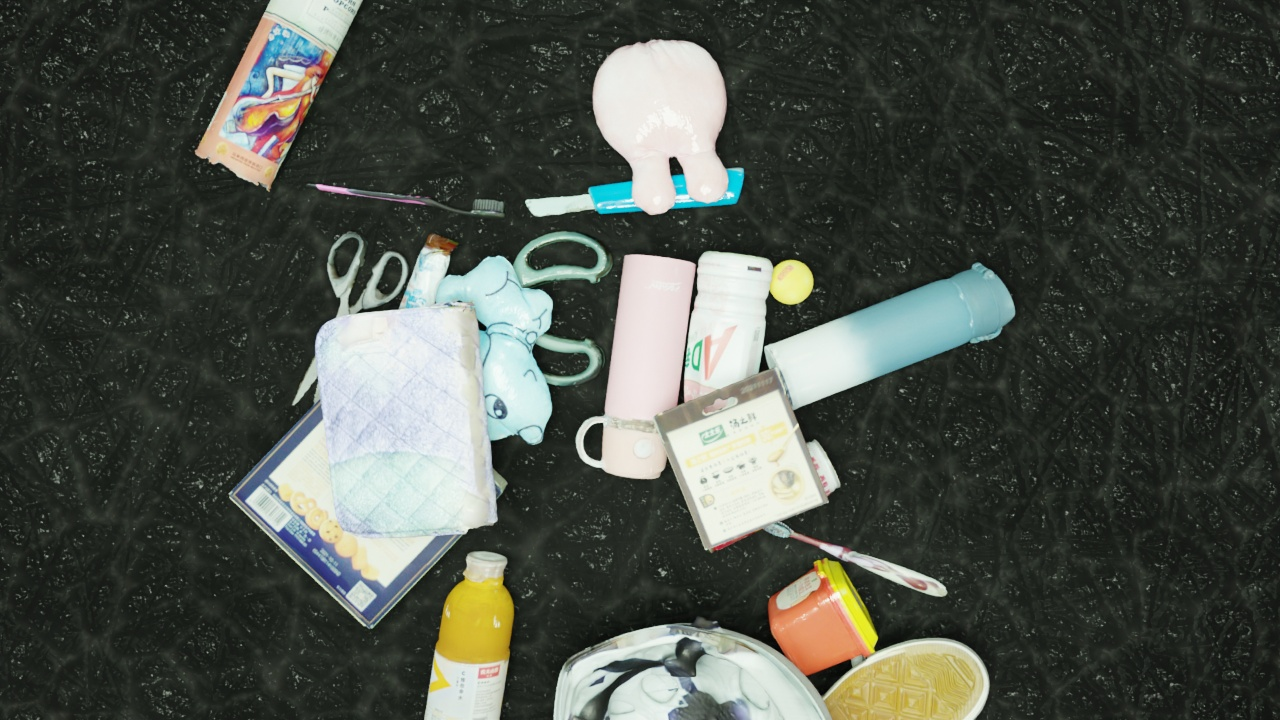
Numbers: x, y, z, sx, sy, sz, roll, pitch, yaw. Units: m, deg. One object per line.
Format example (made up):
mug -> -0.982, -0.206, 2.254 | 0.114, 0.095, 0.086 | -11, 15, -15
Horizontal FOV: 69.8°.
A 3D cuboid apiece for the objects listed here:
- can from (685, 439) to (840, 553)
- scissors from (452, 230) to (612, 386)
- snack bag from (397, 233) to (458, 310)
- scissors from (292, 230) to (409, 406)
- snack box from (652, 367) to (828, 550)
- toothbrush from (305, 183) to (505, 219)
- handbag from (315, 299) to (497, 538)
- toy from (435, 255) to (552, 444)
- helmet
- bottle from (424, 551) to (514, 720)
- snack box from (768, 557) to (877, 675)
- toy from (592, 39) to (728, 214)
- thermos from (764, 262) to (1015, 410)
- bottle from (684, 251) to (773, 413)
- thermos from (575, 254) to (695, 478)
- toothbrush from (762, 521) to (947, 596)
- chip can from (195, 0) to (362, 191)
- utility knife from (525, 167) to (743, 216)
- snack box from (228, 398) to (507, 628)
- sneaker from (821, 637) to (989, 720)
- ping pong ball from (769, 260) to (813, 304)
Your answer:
can -> 0.112, 0.123, 0.839 | 0.133, 0.053, 0.053 | -27, 91, 2
scissors -> -0.099, -0.036, 0.855 | 0.175, 0.019, 0.176 | -18, 92, 0
snack bag -> -0.201, -0.066, 0.847 | 0.048, 0.026, 0.104 | 24, 94, 44
scissors -> -0.273, -0.033, 0.861 | 0.150, 0.014, 0.170 | -12, 92, 2
snack box -> 0.084, 0.082, 0.783 | 0.113, 0.053, 0.125 | -22, 92, 1
toothbrush -> -0.219, -0.153, 0.856 | 0.189, 0.014, 0.017 | 9, 82, 1
handbag -> -0.196, 0.050, 0.783 | 0.134, 0.075, 0.194 | -4, 93, 11
toy -> -0.133, 0.000, 0.827 | 0.161, 0.050, 0.156 | 40, 94, 0
helmet -> 0.059, 0.334, 0.787 | 0.259, 0.145, 0.229 | -13, 77, 23
bottle -> -0.155, 0.271, 0.840 | 0.068, 0.068, 0.189 | 9, 92, 0
snack box -> 0.160, 0.231, 0.826 | 0.080, 0.091, 0.082 | -30, 91, 8
toy -> 0.022, -0.212, 0.828 | 0.121, 0.054, 0.159 | -10, 85, 2
thermos -> 0.225, -0.020, 0.828 | 0.220, 0.070, 0.070 | -20, 91, 1
bottle -> 0.075, 0.002, 0.831 | 0.068, 0.068, 0.197 | 7, 95, 0
thermos -> -0.005, 0.005, 0.829 | 0.087, 0.067, 0.198 | 8, 92, -13
toothbrush -> 0.199, 0.184, 0.858 | 0.187, 0.017, 0.016 | 21, 92, 1
chip can -> -0.320, -0.265, 0.825 | 0.071, 0.071, 0.215 | 28, 92, 0
utility knife -> -0.005, -0.153, 0.850 | 0.205, 0.018, 0.034 | -5, 79, 1
snack box -> -0.249, 0.119, 0.848 | 0.178, 0.046, 0.182 | 44, 92, -1
sneaker -> 0.208, 0.322, 0.829 | 0.241, 0.087, 0.118 | -42, 67, 21
ping pong ball -> 0.138, -0.072, 0.839 | 0.040, 0.040, 0.040 | 0, 92, 1
